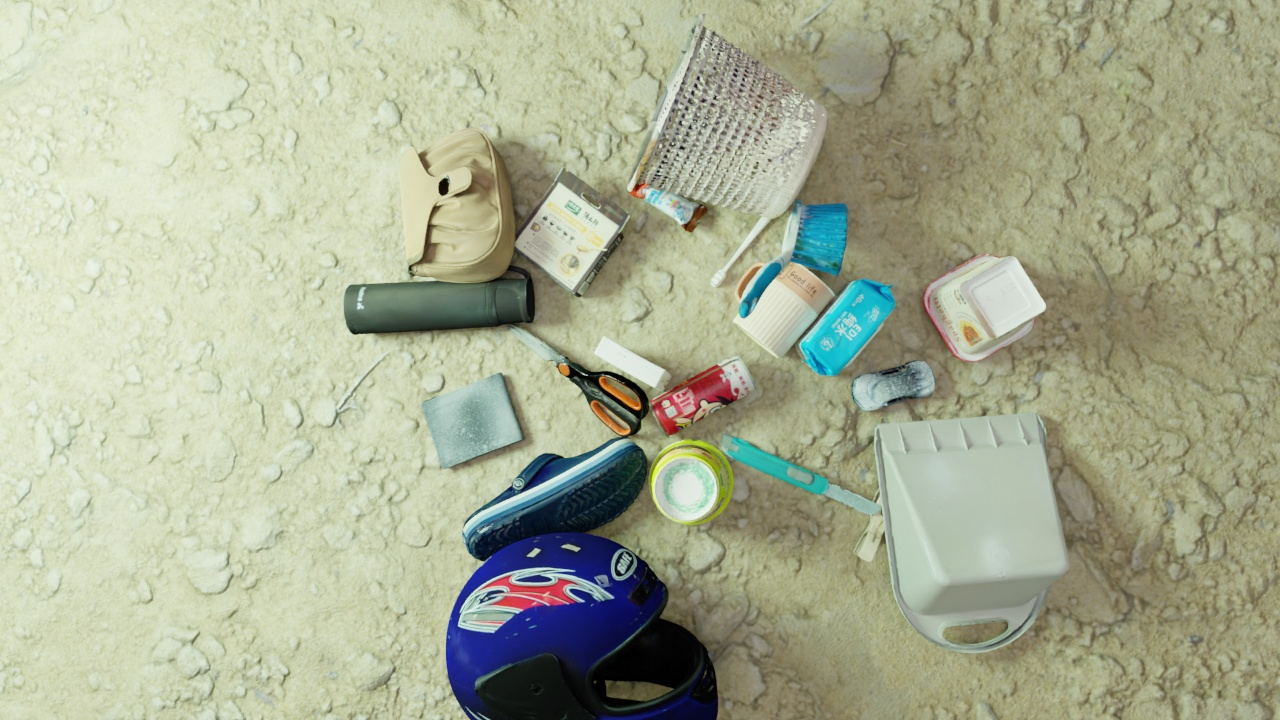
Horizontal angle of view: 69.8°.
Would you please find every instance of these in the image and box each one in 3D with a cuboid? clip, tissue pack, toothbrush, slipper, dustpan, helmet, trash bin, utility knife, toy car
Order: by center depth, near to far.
[{"bbox_3d":[-0.072,0.325,1.080,0.316,0.246,0.240,-3,105,11],"label":"helmet"},{"bbox_3d":[0.112,-0.279,1.128,0.192,0.227,0.227,22,89,-7],"label":"trash bin"},{"bbox_3d":[0.406,0.217,1.141,0.222,0.143,0.257,-3,59,-6],"label":"dustpan"},{"bbox_3d":[0.256,-0.042,1.149,0.063,0.090,0.140,40,92,-1],"label":"tissue pack"},{"bbox_3d":[0.300,0.205,1.157,0.035,0.074,0.100,29,88,6],"label":"clip"},{"bbox_3d":[0.200,0.146,1.168,0.219,0.013,0.029,22,89,16],"label":"utility knife"},{"bbox_3d":[0.322,0.033,1.170,0.105,0.031,0.049,-16,85,5],"label":"toy car"},{"bbox_3d":[-0.111,0.172,1.178,0.252,0.105,0.095,-27,49,-7],"label":"slipper"},{"bbox_3d":[0.150,-0.169,1.204,0.016,0.016,0.180,39,91,5],"label":"toothbrush"}]

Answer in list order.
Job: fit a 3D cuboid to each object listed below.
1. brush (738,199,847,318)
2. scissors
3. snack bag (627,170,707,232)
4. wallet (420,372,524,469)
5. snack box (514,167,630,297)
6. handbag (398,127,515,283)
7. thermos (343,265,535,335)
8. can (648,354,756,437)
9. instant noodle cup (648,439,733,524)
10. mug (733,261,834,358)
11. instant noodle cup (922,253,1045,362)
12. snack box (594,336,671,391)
[{"bbox_3d":[0.184,-0.118,1.074,0.109,0.313,0.061,15,124,4],"label":"brush"},{"bbox_3d":[-0.080,0.005,1.194,0.235,0.021,0.140,50,137,0],"label":"scissors"},{"bbox_3d":[0.036,-0.211,1.212,0.105,0.026,0.045,34,71,6],"label":"snack bag"},{"bbox_3d":[-0.226,0.081,1.229,0.121,0.019,0.097,-21,83,6],"label":"wallet"},{"bbox_3d":[-0.091,-0.167,1.209,0.113,0.053,0.125,37,91,7],"label":"snack box"},{"bbox_3d":[-0.242,-0.202,1.190,0.148,0.100,0.204,-14,68,8],"label":"handbag"},{"bbox_3d":[-0.264,-0.082,1.223,0.242,0.068,0.089,-3,54,4],"label":"thermos"},{"bbox_3d":[0.080,0.045,1.181,0.133,0.053,0.053,-28,85,3],"label":"can"},{"bbox_3d":[0.060,0.155,1.142,0.112,0.123,0.111,0,86,5],"label":"instant noodle cup"},{"bbox_3d":[0.170,-0.075,1.171,0.114,0.081,0.106,40,93,33],"label":"mug"},{"bbox_3d":[0.424,-0.069,1.118,0.117,0.124,0.116,-30,85,3],"label":"instant noodle cup"},{"bbox_3d":[-0.007,0.007,1.140,0.085,0.157,0.027,29,89,6],"label":"snack box"}]
